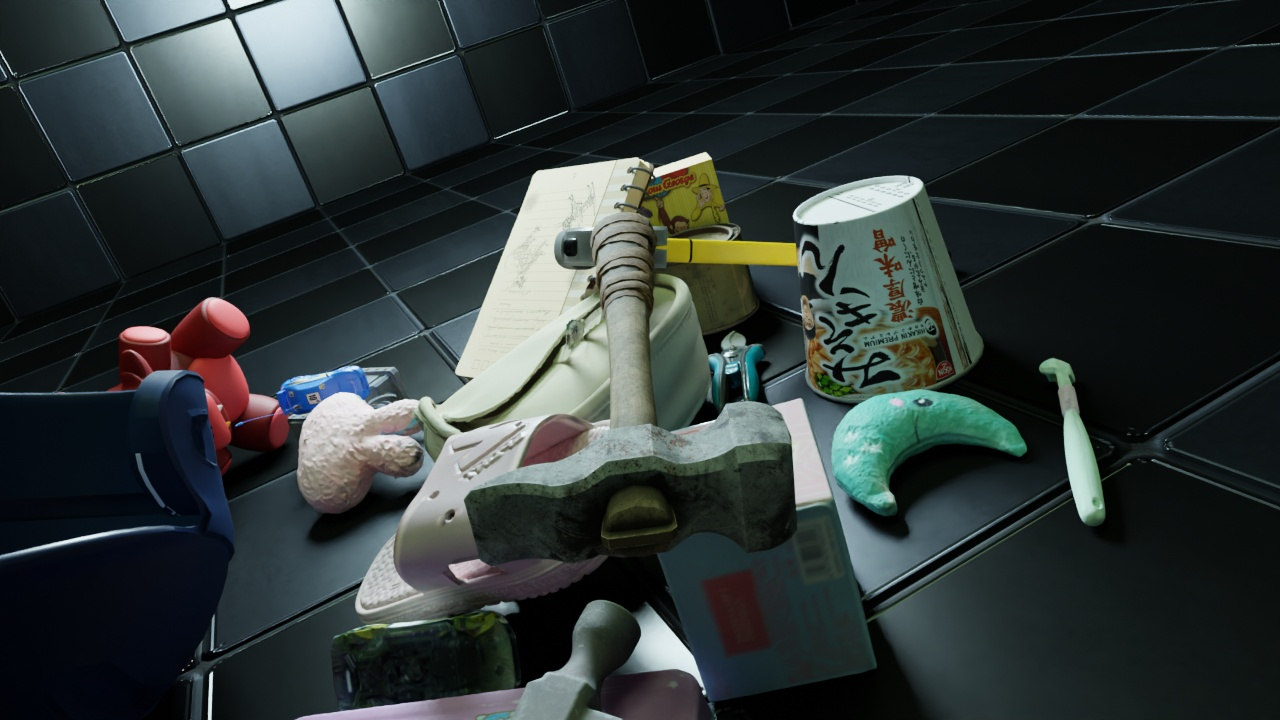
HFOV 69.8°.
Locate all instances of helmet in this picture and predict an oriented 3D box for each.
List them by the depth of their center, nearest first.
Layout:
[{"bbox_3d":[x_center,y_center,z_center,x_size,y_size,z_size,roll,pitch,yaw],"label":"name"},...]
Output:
[{"bbox_3d":[-0.350,0.117,0.490,0.232,0.223,0.272,-3,-7,2],"label":"helmet"}]

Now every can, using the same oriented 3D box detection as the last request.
[{"bbox_3d":[0.055,-0.074,0.824,0.090,0.075,0.089,-16,22,7],"label":"can"}]

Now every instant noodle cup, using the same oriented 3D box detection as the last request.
[{"bbox_3d":[0.161,-0.054,0.629,0.124,0.122,0.123,-16,22,7],"label":"instant noodle cup"}]

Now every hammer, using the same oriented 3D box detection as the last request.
[{"bbox_3d":[0.099,0.152,0.283,0.332,0.031,0.119,5,35,25],"label":"hammer"},{"bbox_3d":[-0.007,-0.012,0.461,0.121,0.049,0.318,-8,28,2],"label":"hammer"},{"bbox_3d":[0.101,-0.083,0.716,0.324,0.034,0.170,0,6,-19],"label":"hammer"},{"bbox_3d":[-0.146,0.042,0.765,0.323,0.044,0.098,-2,27,30],"label":"hammer"}]

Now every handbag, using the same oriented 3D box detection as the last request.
[{"bbox_3d":[-0.051,-0.001,0.632,0.184,0.132,0.228,16,41,44],"label":"handbag"}]

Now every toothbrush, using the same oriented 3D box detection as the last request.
[{"bbox_3d":[0.234,0.040,0.495,0.022,0.015,0.154,19,32,7],"label":"toothbrush"}]

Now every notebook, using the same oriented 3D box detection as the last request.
[{"bbox_3d":[-0.079,-0.080,0.836,0.168,0.024,0.225,6,72,46],"label":"notebook"}]

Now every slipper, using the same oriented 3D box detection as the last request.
[{"bbox_3d":[-0.091,0.081,0.485,0.240,0.064,0.094,-30,28,39],"label":"slipper"}]

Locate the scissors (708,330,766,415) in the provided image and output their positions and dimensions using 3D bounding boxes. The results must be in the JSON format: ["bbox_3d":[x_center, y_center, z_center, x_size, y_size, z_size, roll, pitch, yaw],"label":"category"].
[{"bbox_3d":[0.078,0.004,0.700,0.138,0.019,0.136,5,30,47],"label":"scissors"}]

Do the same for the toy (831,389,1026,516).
[{"bbox_3d":[0.156,0.046,0.526,0.105,0.033,0.085,-22,33,-10],"label":"toy"}]

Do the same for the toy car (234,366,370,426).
[{"bbox_3d":[-0.279,0.035,0.761,0.092,0.033,0.061,-11,18,6],"label":"toy car"}]

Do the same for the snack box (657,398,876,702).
[{"bbox_3d":[0.054,0.085,0.427,0.079,0.093,0.094,-15,23,9],"label":"snack box"}]

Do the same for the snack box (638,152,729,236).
[{"bbox_3d":[0.040,-0.123,0.883,0.088,0.126,0.040,-17,22,3],"label":"snack box"}]

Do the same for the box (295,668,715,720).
[{"bbox_3d":[-0.072,0.179,0.390,0.214,0.033,0.076,-13,24,14],"label":"box"}]

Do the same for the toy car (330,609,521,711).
[{"bbox_3d":[-0.106,0.154,0.462,0.106,0.048,0.033,-12,-9,19],"label":"toy car"}]

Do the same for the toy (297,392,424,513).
[{"bbox_3d":[-0.218,0.067,0.719,0.105,0.053,0.108,-13,48,8],"label":"toy"}]

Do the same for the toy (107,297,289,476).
[{"bbox_3d":[-0.404,0.052,0.787,0.121,0.158,0.196,-4,26,17],"label":"toy"}]
